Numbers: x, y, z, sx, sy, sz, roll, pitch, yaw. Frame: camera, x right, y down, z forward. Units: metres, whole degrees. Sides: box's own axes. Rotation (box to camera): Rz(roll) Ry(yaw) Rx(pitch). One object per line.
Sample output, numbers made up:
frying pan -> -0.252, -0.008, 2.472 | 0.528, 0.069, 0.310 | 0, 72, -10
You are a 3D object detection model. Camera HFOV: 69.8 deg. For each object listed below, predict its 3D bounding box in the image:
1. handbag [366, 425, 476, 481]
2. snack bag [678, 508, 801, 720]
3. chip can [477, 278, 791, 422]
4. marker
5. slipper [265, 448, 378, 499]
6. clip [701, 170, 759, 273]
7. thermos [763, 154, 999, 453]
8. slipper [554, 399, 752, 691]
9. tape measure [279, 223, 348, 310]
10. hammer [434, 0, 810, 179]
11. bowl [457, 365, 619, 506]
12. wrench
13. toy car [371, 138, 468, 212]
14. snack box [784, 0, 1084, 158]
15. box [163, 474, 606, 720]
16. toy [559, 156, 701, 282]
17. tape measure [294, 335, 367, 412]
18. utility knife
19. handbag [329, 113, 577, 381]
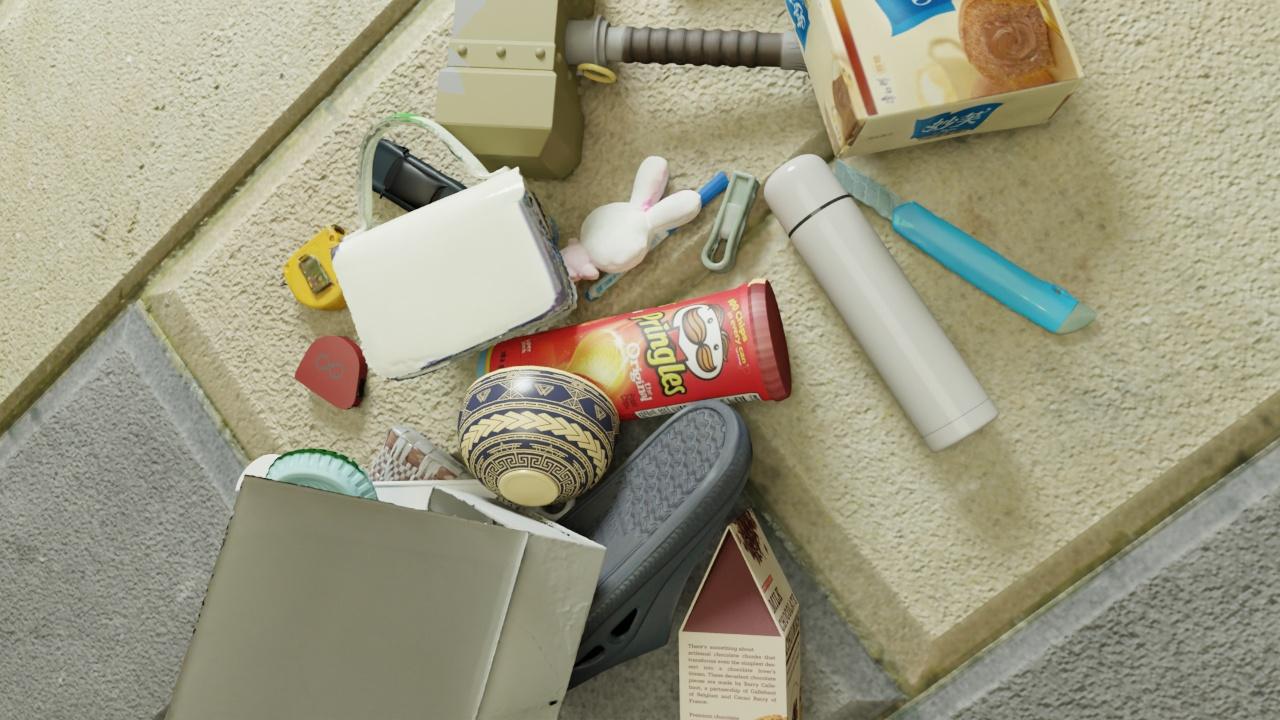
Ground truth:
handbag -> -0.154, 0.149, 0.724 | 0.186, 0.047, 0.124 | 33, 96, 14
snack bag -> 0.071, 0.211, 0.634 | 0.070, 0.094, 0.206 | -2, 88, 15
chip can -> -0.004, 0.004, 0.667 | 0.214, 0.087, 0.087 | -11, 85, 16
marker -> 0.012, -0.093, 0.703 | 0.142, 0.013, 0.013 | -40, 79, 11
slipper -> -0.232, 0.197, 0.689 | 0.116, 0.069, 0.276 | 2, 112, 11
clip -> 0.067, -0.101, 0.680 | 0.023, 0.043, 0.076 | 20, 94, 17
thermos -> 0.162, -0.044, 0.638 | 0.052, 0.052, 0.224 | -34, 80, 12
slipper -> -0.009, 0.143, 0.638 | 0.083, 0.110, 0.268 | 36, 104, -29
tape measure -> -0.266, -0.071, 0.770 | 0.068, 0.030, 0.059 | -35, 78, 12
hammer -> 0.030, -0.229, 0.667 | 0.325, 0.100, 0.190 | 5, 90, 8
bowl -> -0.072, 0.063, 0.628 | 0.112, 0.112, 0.061 | -9, 47, 15
wrench -> -0.184, 0.106, 0.705 | 0.273, 0.018, 0.066 | -1, 80, 10
toy car -> -0.182, -0.141, 0.746 | 0.112, 0.034, 0.046 | 32, 97, 14
snack box -> 0.177, -0.247, 0.602 | 0.153, 0.055, 0.207 | -12, 77, -8
box -> -0.104, 0.159, 0.406 | 0.234, 0.528, 0.167 | 14, 84, 12
toy -> -0.016, -0.096, 0.689 | 0.125, 0.037, 0.076 | -39, 47, 3
tape measure -> -0.253, 0.008, 0.770 | 0.059, 0.019, 0.051 | 32, 95, 7
utility knife -> 0.220, -0.081, 0.643 | 0.207, 0.015, 0.031 | 37, 97, 10
handbag -> -0.140, -0.089, 0.646 | 0.151, 0.074, 0.176 | -23, 92, 4
